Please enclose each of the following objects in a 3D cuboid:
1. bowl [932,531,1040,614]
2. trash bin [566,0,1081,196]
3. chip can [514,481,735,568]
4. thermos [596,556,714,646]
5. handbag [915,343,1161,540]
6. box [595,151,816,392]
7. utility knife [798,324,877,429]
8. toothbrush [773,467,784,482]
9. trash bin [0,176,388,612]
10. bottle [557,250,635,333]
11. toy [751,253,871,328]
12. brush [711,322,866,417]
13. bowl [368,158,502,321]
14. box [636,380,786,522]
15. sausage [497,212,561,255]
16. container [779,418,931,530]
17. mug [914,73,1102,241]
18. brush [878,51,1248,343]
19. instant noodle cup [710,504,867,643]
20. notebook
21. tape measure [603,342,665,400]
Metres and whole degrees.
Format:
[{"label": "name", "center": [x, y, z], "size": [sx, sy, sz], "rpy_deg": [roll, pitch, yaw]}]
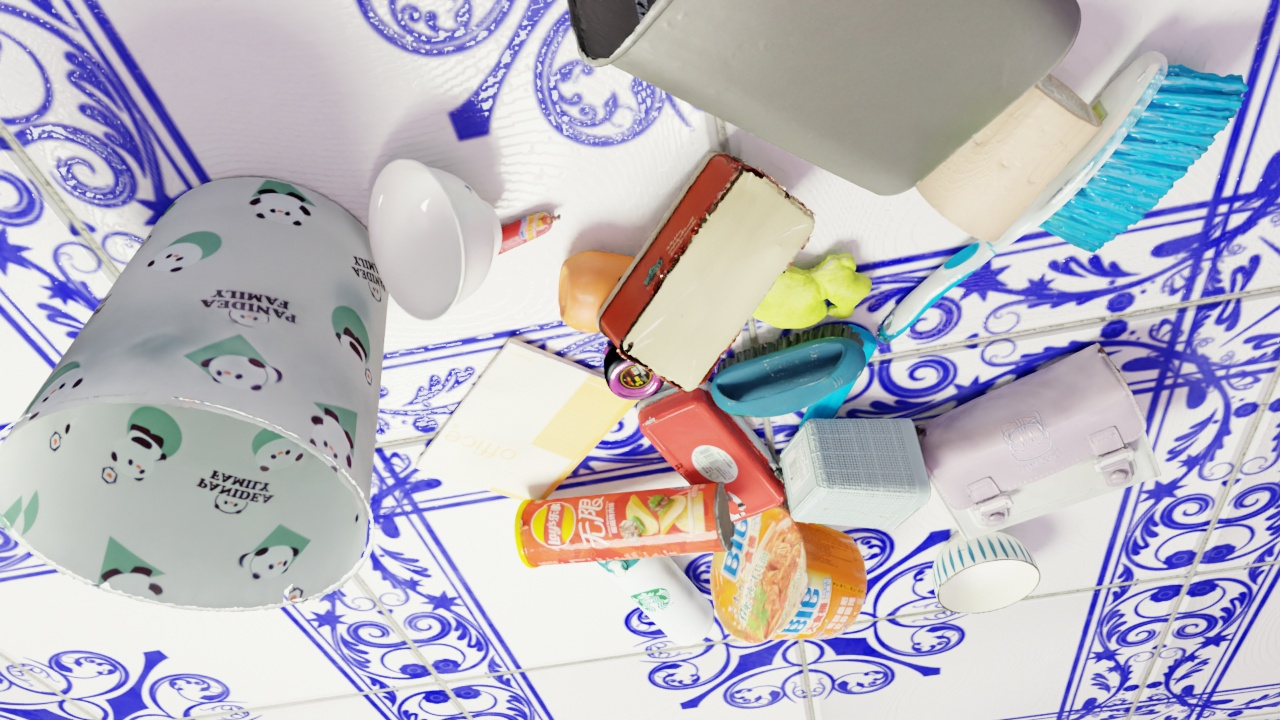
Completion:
[{"label": "bowl", "center": [0.393, 0.236, 1.064], "size": [0.116, 0.066, 0.117], "rpy_deg": [-3, 135, -3]}, {"label": "trash bin", "center": [0.098, -0.221, 0.507], "size": [0.219, 0.198, 0.199], "rpy_deg": [23, 131, -34]}, {"label": "chip can", "center": [-0.017, 0.167, 0.924], "size": [0.217, 0.073, 0.073], "rpy_deg": [-7, 136, 18]}, {"label": "thermos", "center": [0.011, 0.250, 1.047], "size": [0.073, 0.073, 0.224], "rpy_deg": [-21, 133, 16]}, {"label": "handbag", "center": [0.382, 0.086, 0.897], "size": [0.197, 0.098, 0.145], "rpy_deg": [-26, 126, 20]}, {"label": "box", "center": [0.052, -0.062, 0.689], "size": [0.091, 0.077, 0.168], "rpy_deg": [30, 100, -29]}, {"label": "utility knife", "center": [0.180, 0.036, 0.883], "size": [0.034, 0.018, 0.186], "rpy_deg": [11, 136, -6]}, {"label": "toothbrush", "center": [0.208, 0.144, 0.978], "size": [0.189, 0.016, 0.014], "rpy_deg": [23, 101, -35]}, {"label": "trash bin", "center": [-0.290, 0.014, 0.663], "size": [0.229, 0.251, 0.230], "rpy_deg": [-2, 135, -2]}, {"label": "bottle", "center": [0.009, -0.054, 0.754], "size": [0.149, 0.066, 0.067], "rpy_deg": [1, 135, -15]}, {"label": "toy", "center": [0.141, -0.055, 0.779], "size": [0.100, 0.031, 0.096], "rpy_deg": [-31, 131, 24]}, {"label": "brush", "center": [0.128, 0.016, 0.811], "size": [0.144, 0.073, 0.055], "rpy_deg": [-17, 122, 26]}, {"label": "bowl", "center": [-0.144, -0.093, 0.688], "size": [0.064, 0.118, 0.119], "rpy_deg": [-19, 152, -45]}, {"label": "box", "center": [0.077, 0.090, 0.920], "size": [0.087, 0.047, 0.201], "rpy_deg": [-25, 131, 19]}, {"label": "sausage", "center": [-0.132, -0.087, 0.737], "size": [0.156, 0.020, 0.020], "rpy_deg": [-22, 132, 17]}, {"label": "container", "center": [0.204, 0.109, 0.892], "size": [0.111, 0.090, 0.090], "rpy_deg": [5, 146, -15]}, {"label": "mug", "center": [0.242, -0.162, 0.655], "size": [0.124, 0.084, 0.104], "rpy_deg": [36, 126, -1]}, {"label": "brush", "center": [0.314, -0.107, 0.728], "size": [0.109, 0.060, 0.315], "rpy_deg": [16, 134, -12]}, {"label": "instant noodle cup", "center": [0.165, 0.236, 0.999], "size": [0.111, 0.151, 0.152], "rpy_deg": [17, 132, -31]}, {"label": "notebook", "center": [-0.112, 0.068, 0.899], "size": [0.145, 0.010, 0.207], "rpy_deg": [23, 130, -26]}, {"label": "tape measure", "center": [-0.005, 0.005, 0.824], "size": [0.057, 0.039, 0.058], "rpy_deg": [33, 120, -31]}]
